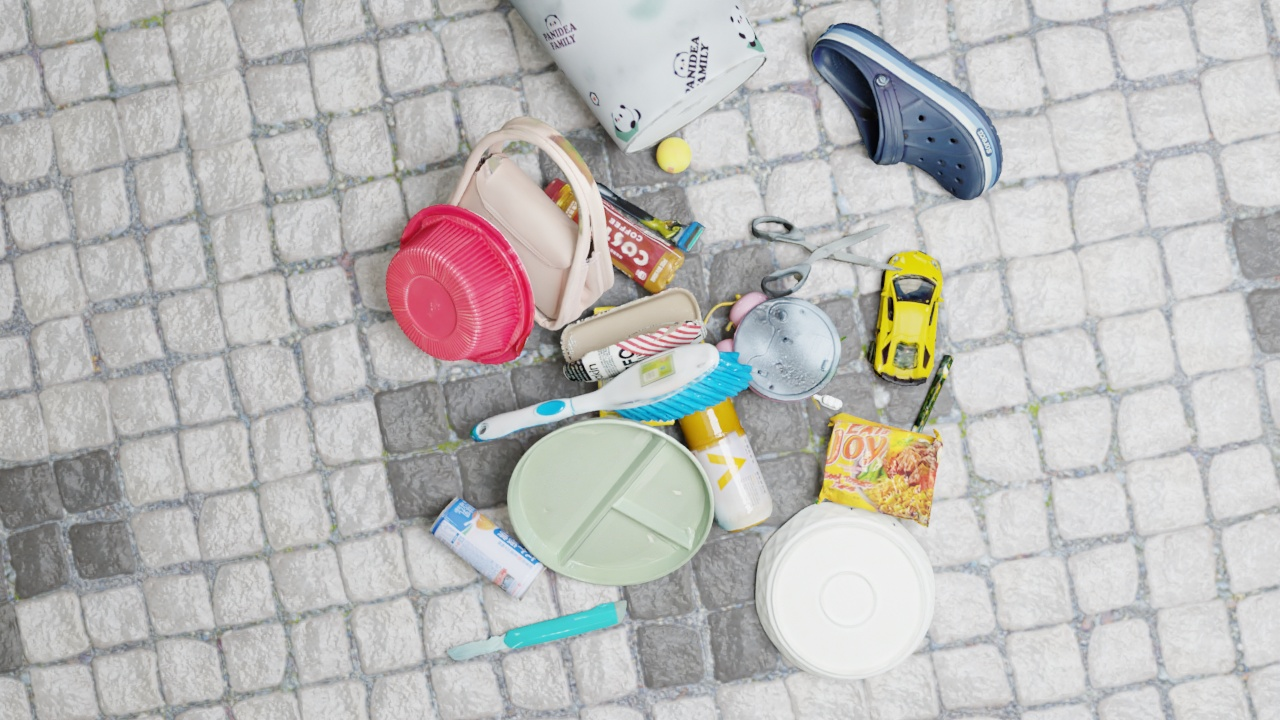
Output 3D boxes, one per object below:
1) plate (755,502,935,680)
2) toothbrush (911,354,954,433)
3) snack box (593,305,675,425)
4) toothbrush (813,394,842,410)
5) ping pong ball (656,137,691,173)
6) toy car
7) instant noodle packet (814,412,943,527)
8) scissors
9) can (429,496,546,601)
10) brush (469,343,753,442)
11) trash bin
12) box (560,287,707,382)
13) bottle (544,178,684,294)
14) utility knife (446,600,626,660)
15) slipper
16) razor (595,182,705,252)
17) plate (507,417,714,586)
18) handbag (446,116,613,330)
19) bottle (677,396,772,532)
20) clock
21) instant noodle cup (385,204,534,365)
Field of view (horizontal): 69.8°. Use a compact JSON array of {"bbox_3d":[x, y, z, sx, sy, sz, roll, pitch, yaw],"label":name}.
[{"bbox_3d":[0.233,0.265,1.039,0.205,0.045,0.205,0,90,5],"label":"plate"},{"bbox_3d":[0.314,0.079,1.045,0.012,0.017,0.186,25,92,39],"label":"toothbrush"},{"bbox_3d":[-0.006,0.006,1.062,0.087,0.033,0.140,-4,89,4],"label":"snack box"},{"bbox_3d":[0.147,0.020,1.057,0.180,0.016,0.016,22,83,4],"label":"toothbrush"},{"bbox_3d":[0.038,-0.235,1.052,0.040,0.040,0.040,0,90,4],"label":"ping pong ball"},{"bbox_3d":[0.300,-0.049,1.034,0.071,0.041,0.156,8,90,4],"label":"toy car"},{"bbox_3d":[0.265,0.119,1.024,0.128,0.044,0.110,11,82,18],"label":"instant noodle packet"},{"bbox_3d":[0.202,-0.123,1.035,0.180,0.014,0.159,-37,66,-20],"label":"scissors"},{"bbox_3d":[-0.176,0.219,1.065,0.134,0.053,0.053,37,93,3],"label":"can"},{"bbox_3d":[-0.038,0.045,1.004,0.315,0.109,0.060,-22,63,29],"label":"brush"},{"bbox_3d":[-0.008,-0.375,0.973,0.229,0.229,0.252,-33,94,4],"label":"trash bin"},{"bbox_3d":[-0.012,-0.031,1.013,0.162,0.076,0.087,-21,64,6],"label":"box"},{"bbox_3d":[-0.035,-0.145,1.050,0.175,0.057,0.057,35,93,4],"label":"bottle"},{"bbox_3d":[-0.121,0.320,1.081,0.222,0.013,0.029,-14,91,2],"label":"utility knife"},{"bbox_3d":[0.281,-0.264,1.000,0.253,0.105,0.095,43,86,5],"label":"slipper"},{"bbox_3d":[0.003,-0.168,1.065,0.143,0.022,0.042,29,60,8],"label":"razor"},{"bbox_3d":[-0.033,0.157,1.021,0.230,0.027,0.230,1,118,2],"label":"plate"},{"bbox_3d":[-0.109,-0.157,0.966,0.193,0.235,0.093,42,63,8],"label":"handbag"},{"bbox_3d":[0.088,0.097,1.036,0.068,0.068,0.189,-21,88,4],"label":"bottle"},{"bbox_3d":[0.143,-0.015,1.028,0.158,0.060,0.117,22,80,5],"label":"clock"},{"bbox_3d":[-0.210,-0.070,1.008,0.194,0.065,0.194,16,124,25],"label":"instant noodle cup"}]
